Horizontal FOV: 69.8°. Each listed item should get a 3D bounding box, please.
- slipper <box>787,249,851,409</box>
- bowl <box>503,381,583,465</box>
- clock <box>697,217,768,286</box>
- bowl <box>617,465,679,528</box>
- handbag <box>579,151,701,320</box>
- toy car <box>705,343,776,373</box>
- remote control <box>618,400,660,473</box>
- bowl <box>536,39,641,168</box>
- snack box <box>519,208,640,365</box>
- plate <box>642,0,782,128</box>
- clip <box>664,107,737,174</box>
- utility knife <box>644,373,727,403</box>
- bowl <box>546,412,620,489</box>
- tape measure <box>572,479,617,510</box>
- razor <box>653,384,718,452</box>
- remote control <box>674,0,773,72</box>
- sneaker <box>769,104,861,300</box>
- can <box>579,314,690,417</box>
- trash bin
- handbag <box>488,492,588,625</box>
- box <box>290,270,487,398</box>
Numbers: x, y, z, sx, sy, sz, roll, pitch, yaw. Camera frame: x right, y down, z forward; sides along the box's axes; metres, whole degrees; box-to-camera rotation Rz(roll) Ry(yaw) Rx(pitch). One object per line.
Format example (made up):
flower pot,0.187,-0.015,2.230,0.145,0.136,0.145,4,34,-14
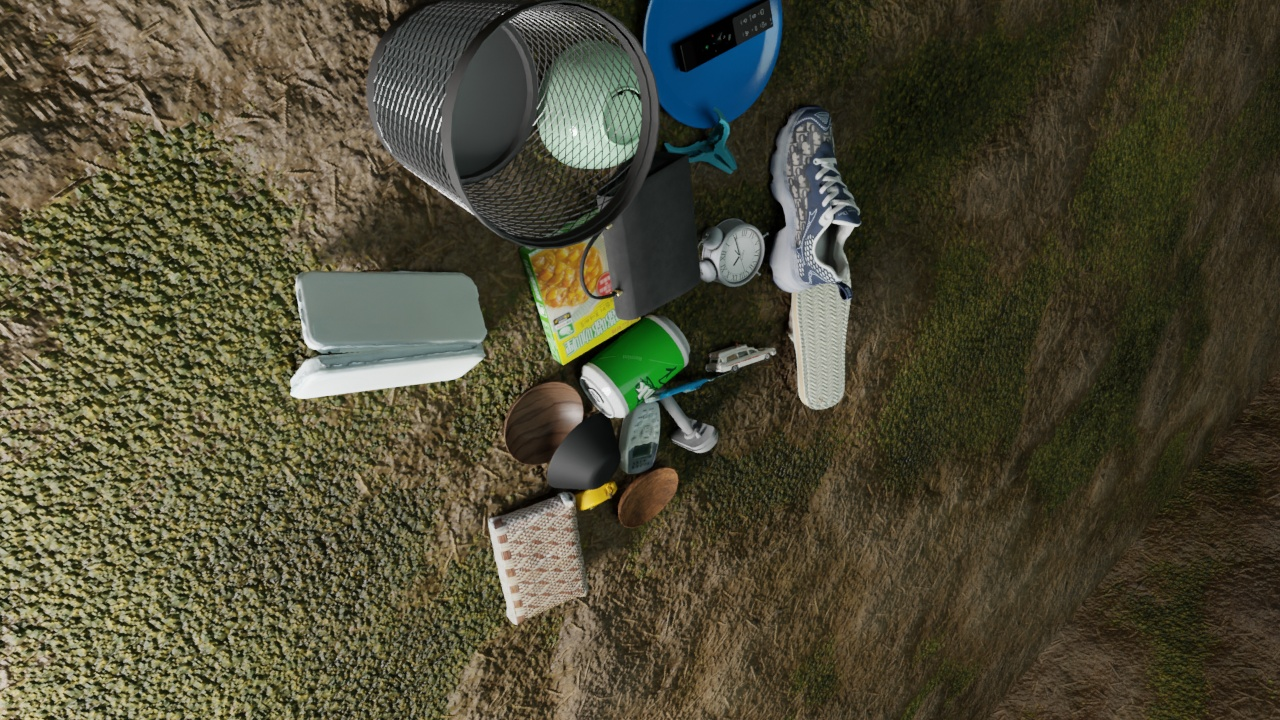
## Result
slipper,0.282,-0.054,1.452,0.115,0.052,0.263,-9,104,-24
bowl,-0.133,0.077,1.202,0.119,0.032,0.119,-18,122,-32
clock,0.124,-0.151,1.294,0.122,0.035,0.095,-8,116,-38
bowl,0.006,0.199,1.378,0.114,0.026,0.102,-39,141,-14
handbag,-0.013,-0.137,1.122,0.195,0.072,0.176,-42,135,-42
toy car,0.151,-0.008,1.390,0.112,0.039,0.039,-18,101,-32
remote control,-0.001,0.109,1.328,0.060,0.028,0.114,-7,116,-36
bowl,-0.039,-0.289,1.064,0.150,0.077,0.151,-19,123,-32
snack box,-0.072,-0.095,1.168,0.131,0.027,0.168,-32,129,-24
plate,0.087,-0.405,1.143,0.223,0.024,0.225,-18,122,-32
clip,0.077,-0.274,1.189,0.120,0.033,0.122,-20,156,-9
utility knife,0.072,0.037,1.320,0.219,0.031,0.015,-18,89,-53
bowl,-0.064,0.137,1.245,0.123,0.052,0.124,-41,152,-27
tape measure,-0.065,0.190,1.292,0.058,0.068,0.030,-27,91,-20
razor,0.053,0.076,1.336,0.047,0.088,0.116,-43,113,-14
remote control,0.105,-0.401,1.131,0.149,0.013,0.034,-34,129,-22
sneaker,0.260,-0.221,1.294,0.103,0.132,0.270,-11,109,-33
can,-0.007,0.007,1.231,0.139,0.088,0.088,-39,131,-17
trash bin,-0.136,-0.245,0.902,0.217,0.227,0.218,-18,122,-32
handbag,-0.141,0.275,1.288,0.124,0.047,0.186,-19,122,-22
box,-0.284,-0.026,1.025,0.210,0.105,0.129,-1,71,-36
